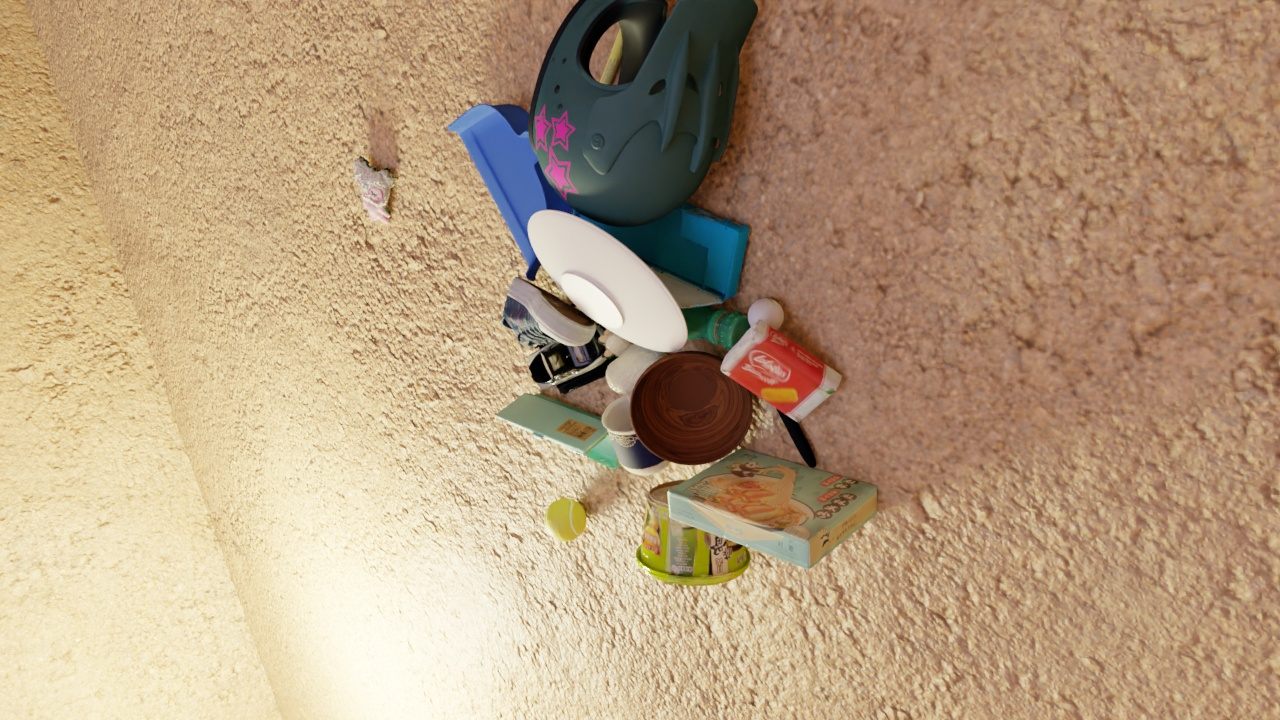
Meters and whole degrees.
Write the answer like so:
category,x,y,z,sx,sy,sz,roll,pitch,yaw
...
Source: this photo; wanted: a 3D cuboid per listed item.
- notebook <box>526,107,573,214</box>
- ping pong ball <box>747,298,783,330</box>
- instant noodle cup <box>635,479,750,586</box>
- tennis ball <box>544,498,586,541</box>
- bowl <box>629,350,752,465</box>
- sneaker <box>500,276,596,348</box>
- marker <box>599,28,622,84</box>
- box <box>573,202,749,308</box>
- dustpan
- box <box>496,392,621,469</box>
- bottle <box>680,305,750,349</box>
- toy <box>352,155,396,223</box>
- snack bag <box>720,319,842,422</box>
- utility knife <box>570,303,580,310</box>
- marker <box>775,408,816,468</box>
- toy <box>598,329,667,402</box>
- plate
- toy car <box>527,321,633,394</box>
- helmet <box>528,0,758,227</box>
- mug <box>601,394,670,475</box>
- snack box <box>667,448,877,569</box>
category,x,y,z,sx,sy,sz,roll,pitch,yaw
notebook,-0.084,-0.229,1.203,0.178,0.013,0.245,-32,84,46
ping pong ball,0.141,-0.050,1.035,0.040,0.040,0.040,21,122,38
instant noodle cup,0.067,0.213,1.161,0.146,0.145,0.098,10,104,42
tennis ball,-0.115,0.244,1.407,0.065,0.065,0.065,21,122,38
bowl,0.062,0.048,1.125,0.147,0.068,0.147,1,112,3
sneaker,-0.129,-0.048,1.215,0.079,0.087,0.235,-63,27,4
marker,-0.033,-0.353,1.093,0.014,0.014,0.133,47,134,20
box,-0.008,-0.143,1.078,0.243,0.115,0.094,28,123,30
dustpan,-0.142,-0.263,1.194,0.258,0.059,0.245,-32,84,43
box,-0.120,0.108,1.332,0.188,0.092,0.077,19,119,38
bottle,0.039,-0.057,1.114,0.210,0.067,0.068,19,120,39
toy,-0.442,-0.276,1.522,0.096,0.041,0.109,28,132,32
snack bag,0.155,0.013,1.020,0.116,0.036,0.077,34,135,-7
utility knife,-0.093,-0.069,1.270,0.020,0.028,0.173,50,141,-15
marker,0.171,0.066,1.075,0.134,0.018,0.015,63,180,4
toy,-0.007,0.007,1.190,0.087,0.050,0.112,-38,80,12
plate,-0.048,-0.078,1.058,0.229,0.030,0.230,34,160,14
toy car,-0.094,-0.008,1.271,0.192,0.071,0.094,-22,90,49
helmet,0.005,-0.273,0.981,0.200,0.176,0.275,37,117,34
mug,0.002,0.095,1.216,0.111,0.086,0.089,-99,-8,-58
snack box,0.149,0.164,1.049,0.194,0.141,0.044,12,116,42
